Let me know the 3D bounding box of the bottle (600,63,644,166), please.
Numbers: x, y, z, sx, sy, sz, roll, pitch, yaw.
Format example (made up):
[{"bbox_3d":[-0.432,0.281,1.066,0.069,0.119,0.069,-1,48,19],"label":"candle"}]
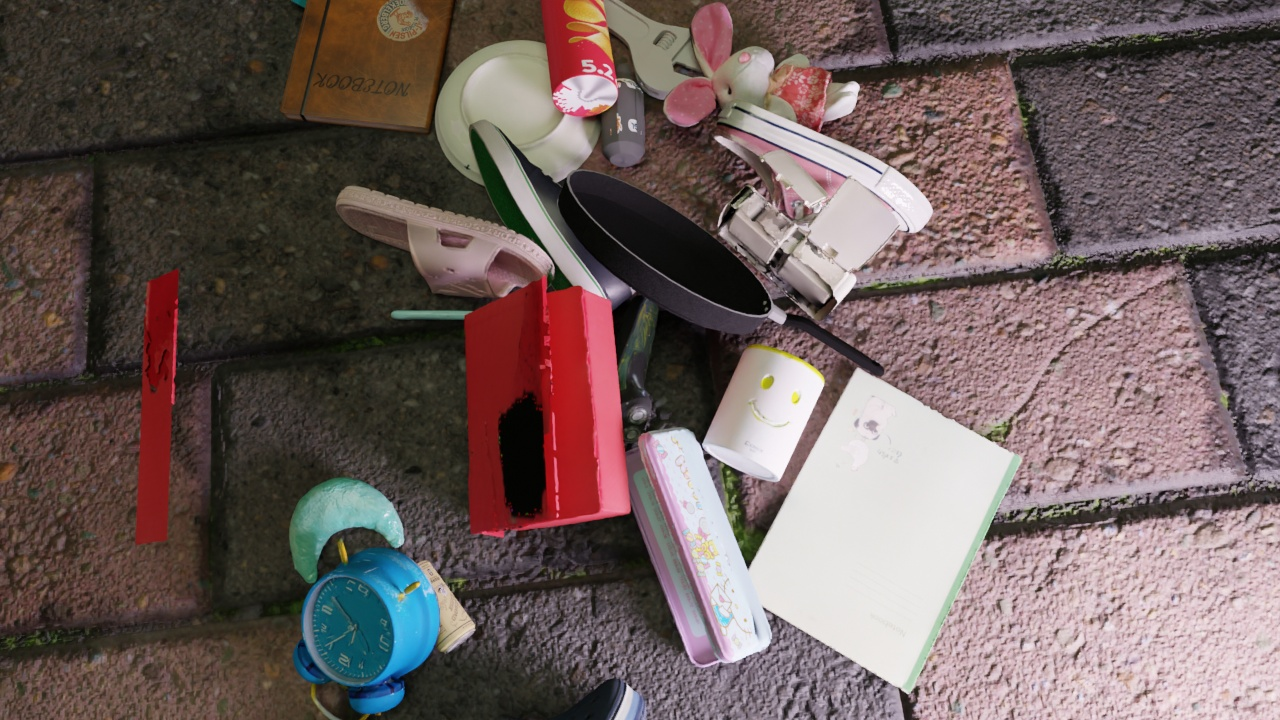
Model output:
[{"bbox_3d":[-0.019,-0.262,0.973,0.047,0.047,0.112,-2,75,-1],"label":"bottle"}]

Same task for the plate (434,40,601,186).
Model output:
[{"bbox_3d":[-0.132,-0.270,0.982,0.182,0.034,0.182,0,75,0],"label":"plate"}]

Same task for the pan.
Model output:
[{"bbox_3d":[0.079,-0.068,0.864,0.356,0.225,0.034,31,112,-10],"label":"pan"}]

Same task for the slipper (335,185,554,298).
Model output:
[{"bbox_3d":[-0.200,-0.104,0.908,0.239,0.094,0.064,19,71,11],"label":"slipper"}]

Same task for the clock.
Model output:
[{"bbox_3d":[-0.246,0.246,0.813,0.117,0.060,0.161,20,99,18],"label":"clock"}]

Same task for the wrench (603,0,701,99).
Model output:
[{"bbox_3d":[-0.042,-0.380,1.022,0.273,0.018,0.086,35,78,11],"label":"wrench"}]

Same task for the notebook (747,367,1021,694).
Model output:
[{"bbox_3d":[0.230,0.156,0.875,0.182,0.010,0.252,30,77,8],"label":"notebook"}]

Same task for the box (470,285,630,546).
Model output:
[{"bbox_3d":[-0.058,0.076,0.949,0.153,0.325,0.213,-9,73,13],"label":"box"}]

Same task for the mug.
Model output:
[{"bbox_3d":[0.116,0.050,0.868,0.082,0.082,0.106,25,77,7],"label":"mug"}]

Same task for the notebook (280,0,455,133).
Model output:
[{"bbox_3d":[-0.302,-0.375,1.022,0.178,0.014,0.249,6,75,2],"label":"notebook"}]

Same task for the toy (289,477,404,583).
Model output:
[{"bbox_3d":[-0.284,0.155,0.869,0.105,0.033,0.085,-23,87,-7],"label":"toy"}]

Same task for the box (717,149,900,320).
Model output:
[{"bbox_3d":[0.155,-0.125,0.856,0.143,0.191,0.069,42,81,4],"label":"box"}]

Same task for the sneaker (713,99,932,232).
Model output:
[{"bbox_3d":[0.175,-0.170,0.913,0.241,0.118,0.088,23,95,-11],"label":"sneaker"}]

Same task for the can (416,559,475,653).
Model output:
[{"bbox_3d":[-0.189,0.226,0.843,0.038,0.038,0.079,-38,78,-10],"label":"can"}]

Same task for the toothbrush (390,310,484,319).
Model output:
[{"bbox_3d":[-0.163,-0.043,0.930,0.180,0.016,0.016,2,83,0],"label":"toothbrush"}]

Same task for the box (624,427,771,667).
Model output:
[{"bbox_3d":[0.051,0.168,0.839,0.077,0.096,0.214,-15,74,-21],"label":"box"}]

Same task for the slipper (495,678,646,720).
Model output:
[{"bbox_3d":[-0.109,0.353,0.772,0.252,0.105,0.095,-38,85,-7],"label":"slipper"}]

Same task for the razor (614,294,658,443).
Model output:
[{"bbox_3d":[-0.005,0.005,0.891,0.067,0.054,0.151,-6,60,44],"label":"razor"}]

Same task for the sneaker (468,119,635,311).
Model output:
[{"bbox_3d":[-0.086,-0.150,0.925,0.079,0.084,0.235,-34,86,-18],"label":"sneaker"}]

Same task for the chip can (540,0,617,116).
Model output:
[{"bbox_3d":[-0.070,-0.367,0.967,0.069,0.069,0.220,-8,69,-2],"label":"chip can"}]

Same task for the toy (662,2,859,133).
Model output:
[{"bbox_3d":[0.128,-0.287,0.962,0.194,0.084,0.158,18,69,6],"label":"toy"}]
